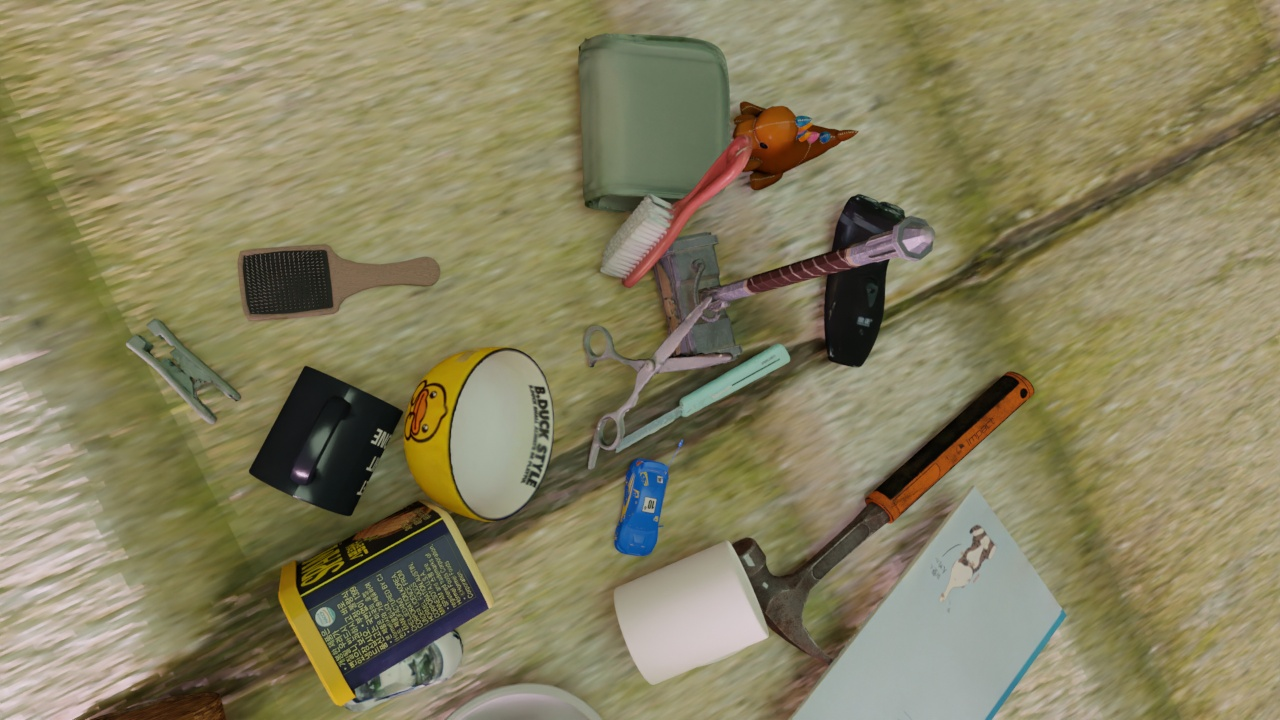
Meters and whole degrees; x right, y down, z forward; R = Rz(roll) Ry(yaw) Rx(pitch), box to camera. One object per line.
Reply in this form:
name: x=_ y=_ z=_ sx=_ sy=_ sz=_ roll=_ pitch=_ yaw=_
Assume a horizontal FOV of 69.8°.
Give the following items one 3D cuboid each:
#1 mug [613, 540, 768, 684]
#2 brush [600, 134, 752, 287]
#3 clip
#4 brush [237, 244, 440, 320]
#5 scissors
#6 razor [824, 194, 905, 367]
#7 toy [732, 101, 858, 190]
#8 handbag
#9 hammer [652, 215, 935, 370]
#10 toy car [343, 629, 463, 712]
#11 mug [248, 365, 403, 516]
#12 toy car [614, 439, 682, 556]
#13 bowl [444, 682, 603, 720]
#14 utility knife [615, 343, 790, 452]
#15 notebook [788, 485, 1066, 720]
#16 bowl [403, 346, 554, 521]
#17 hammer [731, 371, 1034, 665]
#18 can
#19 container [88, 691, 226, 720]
mug: x=0.043 y=0.194 z=0.679 sx=0.090 sy=0.073 sz=0.110 roll=-24 pitch=134 yaw=5
brush: x=0.020 y=-0.105 z=0.642 sx=0.030 sy=0.173 sz=0.040 roll=22 pitch=56 yaw=-20
clip: x=-0.302 y=0.007 z=0.607 sx=0.076 sy=0.023 sz=0.042 roll=46 pitch=77 yaw=-9
brush: x=-0.209 y=-0.058 z=0.643 sx=0.135 sy=0.015 sz=0.050 roll=-7 pitch=89 yaw=-18
scissors: x=0.004 y=0.019 z=0.658 sx=0.014 sy=0.142 sz=0.158 roll=0 pitch=106 yaw=-45
razor: x=0.182 y=-0.065 z=0.744 sx=0.053 sy=0.064 sz=0.140 roll=12 pitch=83 yaw=-16
toy: x=0.121 y=-0.175 z=0.711 sx=0.103 sy=0.090 sz=0.070 roll=-8 pitch=90 yaw=3
handbag: x=0.007 y=-0.176 z=0.690 sx=0.106 sy=0.067 sz=0.122 roll=-1 pitch=88 yaw=-19
hammer: x=0.082 y=-0.051 z=0.575 sx=0.044 sy=0.322 sz=0.098 roll=-13 pitch=91 yaw=-19
toy car: x=-0.167 y=0.214 z=0.639 sx=0.089 sy=0.027 sz=0.038 roll=-16 pitch=91 yaw=-18
mug: x=-0.203 y=0.052 z=0.593 sx=0.071 sy=0.105 sz=0.077 roll=27 pitch=79 yaw=-10
toy car: x=0.010 y=0.103 z=0.682 sx=0.033 sy=0.062 sz=0.092 roll=13 pitch=84 yaw=-17
bowl: x=-0.090 y=0.299 z=0.651 sx=0.149 sy=0.043 sz=0.149 roll=1 pitch=88 yaw=-18
utility knife: x=0.049 y=0.029 z=0.724 sx=0.165 sy=0.015 sz=0.022 roll=-28 pitch=128 yaw=-16
notebook: x=0.245 y=0.254 z=0.760 sx=0.253 sy=0.009 sz=0.181 roll=-47 pitch=114 yaw=-14
bowl: x=-0.119 y=0.048 z=0.630 sx=0.117 sy=0.068 sz=0.117 roll=-10 pitch=101 yaw=-61
hammer: x=0.222 y=0.121 z=0.765 sx=0.313 sy=0.035 sz=0.138 roll=-37 pitch=100 yaw=-16
can: x=-0.164 y=0.146 z=0.587 sx=0.104 sy=0.135 sz=0.075 roll=-28 pitch=96 yaw=-20
container: x=-0.292 y=0.299 z=0.548 sx=0.132 sy=0.132 sz=0.167 roll=-10 pitch=85 yaw=-18
